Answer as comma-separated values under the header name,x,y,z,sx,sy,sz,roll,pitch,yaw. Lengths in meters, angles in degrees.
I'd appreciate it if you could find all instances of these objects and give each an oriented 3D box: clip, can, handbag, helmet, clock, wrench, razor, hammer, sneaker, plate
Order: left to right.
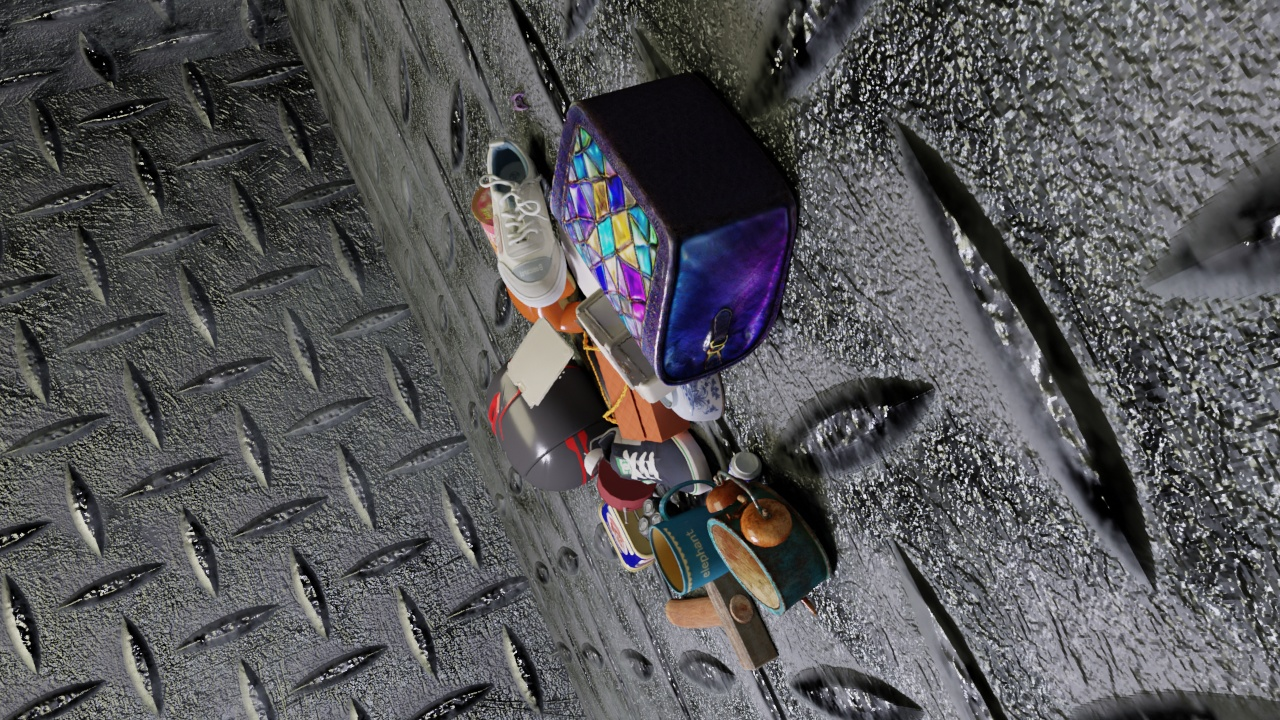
name,x,y,z,sx,sy,sz,roll,pitch,yaw
sneaker,-0.159,-0.183,1.180,0.091,0.089,0.242,59,-165,-63
clip,-0.159,-0.337,1.201,0.052,0.013,0.035,22,131,68
helmet,-0.123,0.104,1.359,0.170,0.164,0.265,53,162,21
wrench,-0.084,-0.027,1.328,0.273,0.022,0.074,61,153,22
plate,-0.064,-0.138,1.146,0.229,0.021,0.230,54,157,35
clock,-0.023,0.153,1.263,0.124,0.087,0.044,56,159,22
handbag,-0.018,0.009,1.084,0.109,0.060,0.172,-2,107,57
can,-0.010,0.239,1.326,0.116,0.056,0.092,63,160,14
sneaker,0.013,0.125,1.142,0.235,0.079,0.084,15,124,67
handbag,0.021,-0.104,0.788,0.204,0.125,0.222,58,157,27
razor,0.036,0.239,1.235,0.054,0.067,0.151,55,166,43
hammer,0.085,0.334,1.246,0.158,0.037,0.301,64,161,10
can,0.105,0.131,0.965,0.032,0.032,0.095,57,159,30
clock,0.121,0.166,0.889,0.121,0.073,0.158,28,149,57

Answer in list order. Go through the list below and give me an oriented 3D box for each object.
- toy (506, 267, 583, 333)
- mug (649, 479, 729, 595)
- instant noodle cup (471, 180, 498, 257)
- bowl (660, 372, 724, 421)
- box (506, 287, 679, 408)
name,x,y,z,sx,sy,sz,roll,pitch,yaw
toy,-0.134,-0.095,1.268,0.176,0.096,0.112,16,144,46
mug,0.069,0.188,1.019,0.112,0.104,0.085,70,162,1
instant noodle cup,-0.182,-0.192,1.314,0.097,0.097,0.109,57,166,31
bowl,0.042,0.020,0.995,0.114,0.045,0.114,54,157,35
box,-0.042,-0.024,0.908,0.143,0.193,0.106,47,171,36
